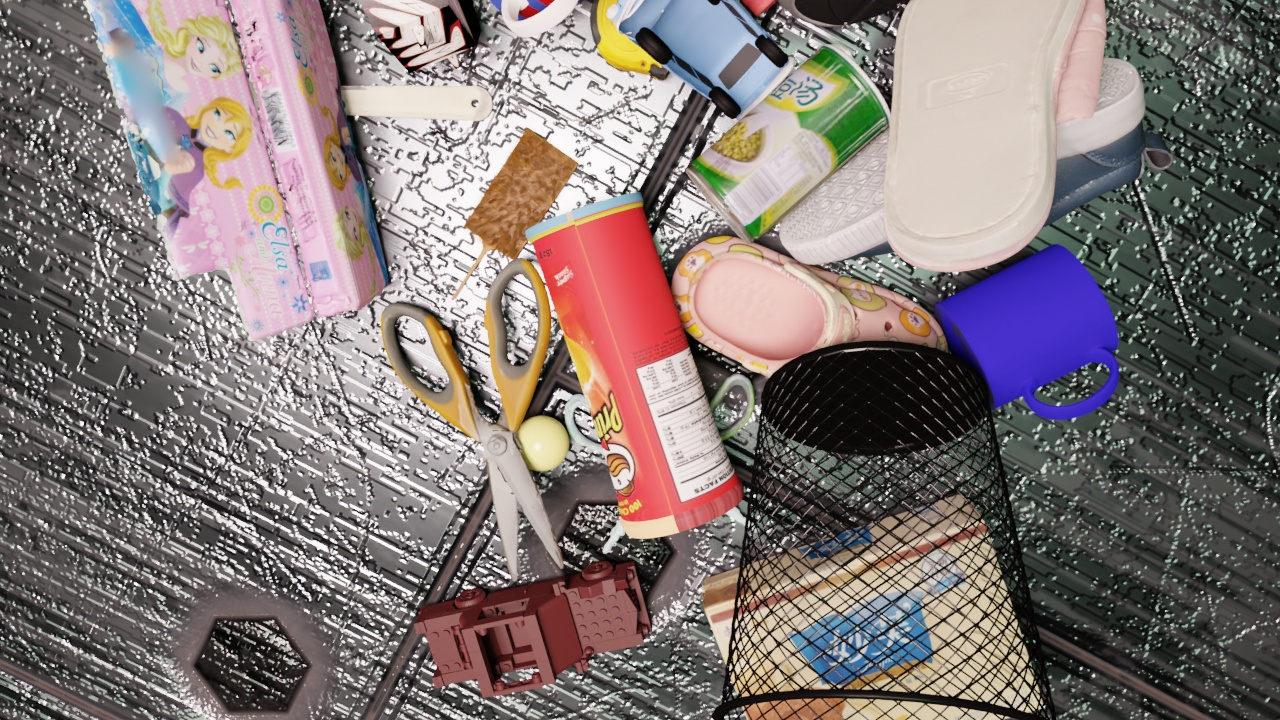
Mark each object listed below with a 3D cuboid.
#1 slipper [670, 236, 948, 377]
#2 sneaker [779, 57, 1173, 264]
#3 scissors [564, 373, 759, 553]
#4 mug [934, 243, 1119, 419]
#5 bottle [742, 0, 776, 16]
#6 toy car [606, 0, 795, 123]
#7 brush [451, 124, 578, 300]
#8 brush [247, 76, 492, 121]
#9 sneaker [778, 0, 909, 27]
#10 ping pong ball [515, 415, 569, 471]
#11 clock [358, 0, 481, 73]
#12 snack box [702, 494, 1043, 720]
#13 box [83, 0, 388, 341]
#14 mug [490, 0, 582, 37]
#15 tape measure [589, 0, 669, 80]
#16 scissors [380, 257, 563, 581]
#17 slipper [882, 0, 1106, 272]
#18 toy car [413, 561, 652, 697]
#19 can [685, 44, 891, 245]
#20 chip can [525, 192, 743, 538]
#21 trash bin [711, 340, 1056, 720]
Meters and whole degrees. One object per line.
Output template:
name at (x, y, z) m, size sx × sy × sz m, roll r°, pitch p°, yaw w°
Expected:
slipper at (0.112, -0.016, 0.614) m, size 0.197 × 0.081 × 0.093 m, roll 22°, pitch 103°, yaw 0°
sneaker at (0.209, -0.108, 0.589) m, size 0.236 × 0.089 × 0.087 m, roll -20°, pitch 129°, yaw 20°
scissors at (0.020, 0.075, 0.674) m, size 0.173 × 0.021 × 0.171 m, roll 36°, pitch 99°, yaw -9°
mug at (0.256, -0.010, 0.595) m, size 0.083 × 0.111 × 0.079 m, roll -28°, pitch 142°, yaw 8°
bottle at (0.039, -0.277, 0.568) m, size 0.062 × 0.062 × 0.137 m, roll -39°, pitch 97°, yaw 10°
toy car at (0.038, -0.196, 0.554) m, size 0.056 × 0.153 × 0.054 m, roll -45°, pitch 60°, yaw 19°
brush at (-0.096, -0.096, 0.638) m, size 0.048 × 0.017 × 0.126 m, roll 35°, pitch 102°, yaw -5°
brush at (-0.210, -0.179, 0.630) m, size 0.217 × 0.012 × 0.033 m, roll 2°, pitch 102°, yaw 1°
sneaker at (0.175, -0.318, 0.536) m, size 0.257 × 0.093 × 0.160 m, roll -25°, pitch 75°, yaw 10°
ping pong ball at (-0.071, 0.060, 0.659) m, size 0.040 × 0.040 × 0.040 m, roll 1°, pitch 102°, yaw 3°
clock at (-0.142, -0.260, 0.555) m, size 0.065 × 0.114 × 0.155 m, roll -20°, pitch 98°, yaw 7°
snack box at (0.166, 0.206, 0.672) m, size 0.207 × 0.055 × 0.153 m, roll -20°, pitch 101°, yaw 7°
box at (-0.225, -0.134, 0.559) m, size 0.062 × 0.160 × 0.231 m, roll -1°, pitch 110°, yaw 24°
mug at (-0.056, -0.238, 0.550) m, size 0.076 × 0.075 × 0.111 m, roll -9°, pitch 59°, yaw 36°
tape measure at (-0.001, -0.221, 0.595) m, size 0.064 × 0.037 × 0.066 m, roll 22°, pitch 103°, yaw -3°
scissors at (-0.114, 0.043, 0.643) m, size 0.175 × 0.016 × 0.225 m, roll 0°, pitch 93°, yaw 17°
slipper at (0.198, -0.152, 0.522) m, size 0.114 × 0.273 × 0.054 m, roll -1°, pitch 143°, yaw 35°
toy car at (-0.081, 0.201, 0.680) m, size 0.170 × 0.061 × 0.070 m, roll -13°, pitch 102°, yaw 6°
can at (0.095, -0.138, 0.589) m, size 0.121 × 0.067 × 0.067 m, roll -41°, pitch 98°, yaw 7°
chip can at (-0.004, 0.004, 0.612) m, size 0.087 × 0.087 × 0.213 m, roll -18°, pitch 95°, yaw 7°
trash bin at (0.142, 0.114, 0.550) m, size 0.184 × 0.184 × 0.209 m, roll 6°, pitch 59°, yaw 1°
